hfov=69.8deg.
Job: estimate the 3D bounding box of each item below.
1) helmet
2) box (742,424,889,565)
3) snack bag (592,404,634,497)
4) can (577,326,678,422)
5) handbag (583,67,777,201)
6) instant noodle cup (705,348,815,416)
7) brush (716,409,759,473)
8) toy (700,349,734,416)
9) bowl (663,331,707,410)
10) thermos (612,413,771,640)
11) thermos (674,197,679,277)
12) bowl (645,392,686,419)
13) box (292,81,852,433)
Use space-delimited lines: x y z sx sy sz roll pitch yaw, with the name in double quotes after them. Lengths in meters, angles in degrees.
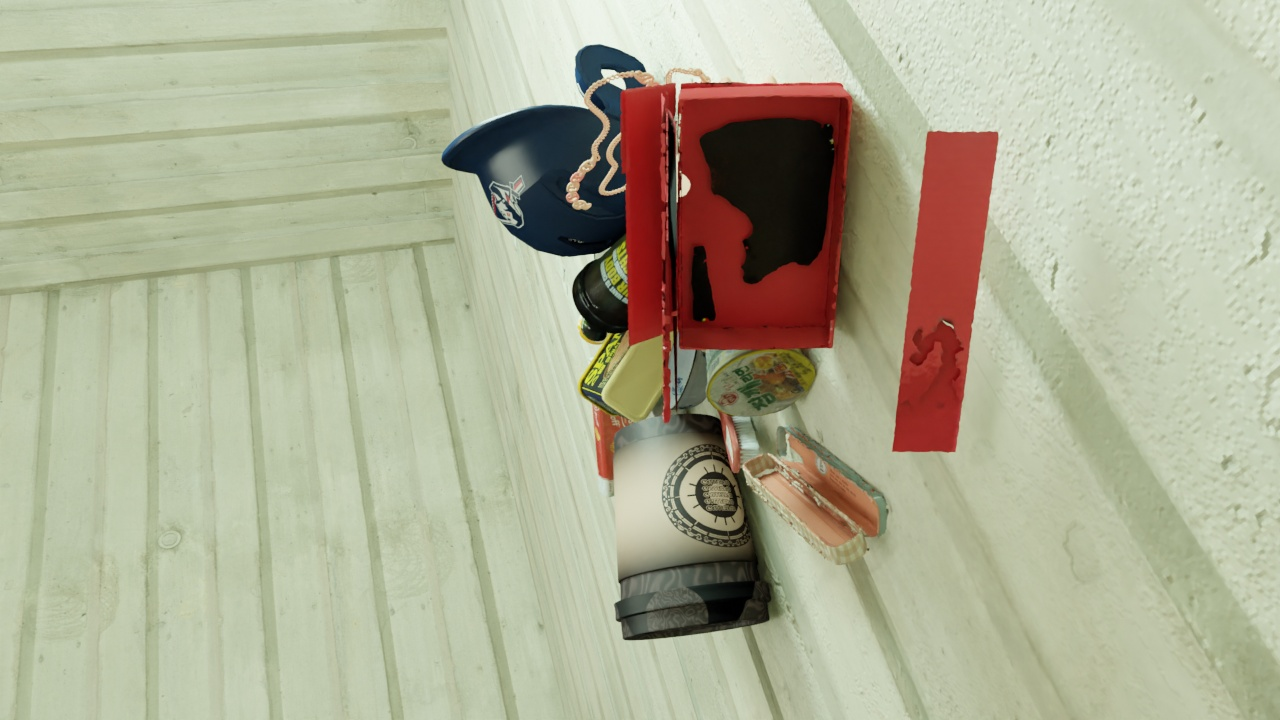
-0.101 -0.235 1.101 0.233 0.271 0.223 -17 75 60 "helmet"
0.149 0.116 0.818 0.078 0.054 0.187 -63 24 6 "box"
-0.033 0.097 1.403 0.041 0.077 0.225 30 128 56 "snack bag"
-0.007 0.007 1.165 0.135 0.075 0.104 -57 18 -7 "can"
0.036 -0.149 0.811 0.199 0.187 0.116 127 128 -60 "handbag"
0.101 -0.017 0.855 0.102 0.102 0.108 100 164 -50 "instant noodle cup"
0.102 0.064 1.001 0.172 0.030 0.041 -100 6 -62 "brush"
0.090 0.007 0.952 0.076 0.062 0.100 -40 70 31 "toy"
0.065 0.006 1.031 0.114 0.045 0.114 -167 91 -79 "bowl"
0.046 0.187 1.030 0.173 0.172 0.226 119 146 -66 "thermos"
-0.003 -0.109 1.070 0.221 0.098 0.098 -40 58 50 "thermos"
0.033 0.091 1.212 0.105 0.054 0.105 168 90 -74 "bowl"
-0.030 -0.089 0.688 0.107 0.409 0.212 -132 37 -57 "box"
